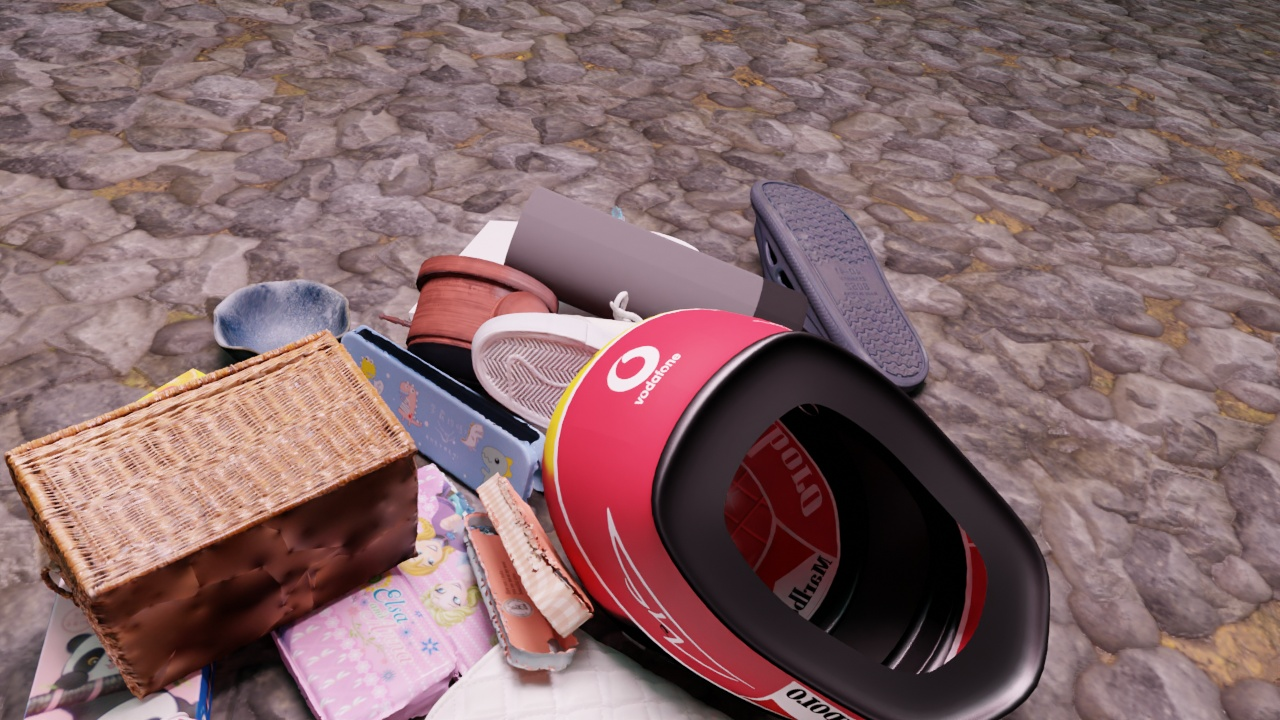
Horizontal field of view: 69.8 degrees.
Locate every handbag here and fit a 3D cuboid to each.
[{"bbox_3d":[-0.012,0.224,0.484,0.195,0.073,0.138,25,32,22],"label":"handbag"}]

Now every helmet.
[{"bbox_3d":[0.066,0.094,0.547,0.271,0.225,0.197,41,72,-4],"label":"helmet"}]

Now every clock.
[{"bbox_3d":[-0.118,-0.025,0.743,0.158,0.120,0.072,9,71,15],"label":"clock"}]

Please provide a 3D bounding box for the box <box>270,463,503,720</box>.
[{"bbox_3d":[-0.175,0.129,0.609,0.159,0.035,0.230,-22,47,-33],"label":"box"}]

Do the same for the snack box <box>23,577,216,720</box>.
[{"bbox_3d":[-0.294,0.173,0.528,0.088,0.033,0.154,-4,39,-16],"label":"snack box"}]

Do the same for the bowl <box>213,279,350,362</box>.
[{"bbox_3d":[-0.293,-0.018,0.762,0.110,0.055,0.110,4,37,-4],"label":"bowl"}]

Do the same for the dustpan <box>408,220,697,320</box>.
[{"bbox_3d":[-0.062,-0.065,0.896,0.258,0.053,0.191,5,36,15],"label":"dustpan"}]

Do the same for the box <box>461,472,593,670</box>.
[{"bbox_3d":[-0.075,0.128,0.558,0.064,0.056,0.188,-46,21,-4],"label":"box"}]

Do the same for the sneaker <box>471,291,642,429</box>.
[{"bbox_3d":[-0.004,0.004,0.689,0.242,0.090,0.090,10,32,-8],"label":"sneaker"}]

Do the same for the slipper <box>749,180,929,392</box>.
[{"bbox_3d":[0.183,-0.066,0.904,0.110,0.084,0.268,-6,56,-31],"label":"slipper"}]

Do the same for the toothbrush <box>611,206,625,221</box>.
[{"bbox_3d":[-0.021,-0.101,0.877,0.016,0.017,0.188,-12,35,6],"label":"toothbrush"}]

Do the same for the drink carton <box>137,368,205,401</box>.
[{"bbox_3d":[-0.352,0.060,0.658,0.058,0.043,0.134,22,39,20],"label":"drink carton"}]

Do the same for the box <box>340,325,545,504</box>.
[{"bbox_3d":[-0.159,0.044,0.700,0.210,0.068,0.058,28,57,24],"label":"box"}]

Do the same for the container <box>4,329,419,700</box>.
[{"bbox_3d":[-0.233,0.085,0.532,0.198,0.114,0.113,-26,53,-33],"label":"container"}]

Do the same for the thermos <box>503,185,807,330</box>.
[{"bbox_3d":[0.012,-0.061,0.765,0.240,0.082,0.082,22,38,-3],"label":"thermos"}]

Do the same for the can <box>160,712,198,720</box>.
[{"bbox_3d":[-0.204,0.224,0.434,0.105,0.064,0.064,40,46,13],"label":"can"}]
